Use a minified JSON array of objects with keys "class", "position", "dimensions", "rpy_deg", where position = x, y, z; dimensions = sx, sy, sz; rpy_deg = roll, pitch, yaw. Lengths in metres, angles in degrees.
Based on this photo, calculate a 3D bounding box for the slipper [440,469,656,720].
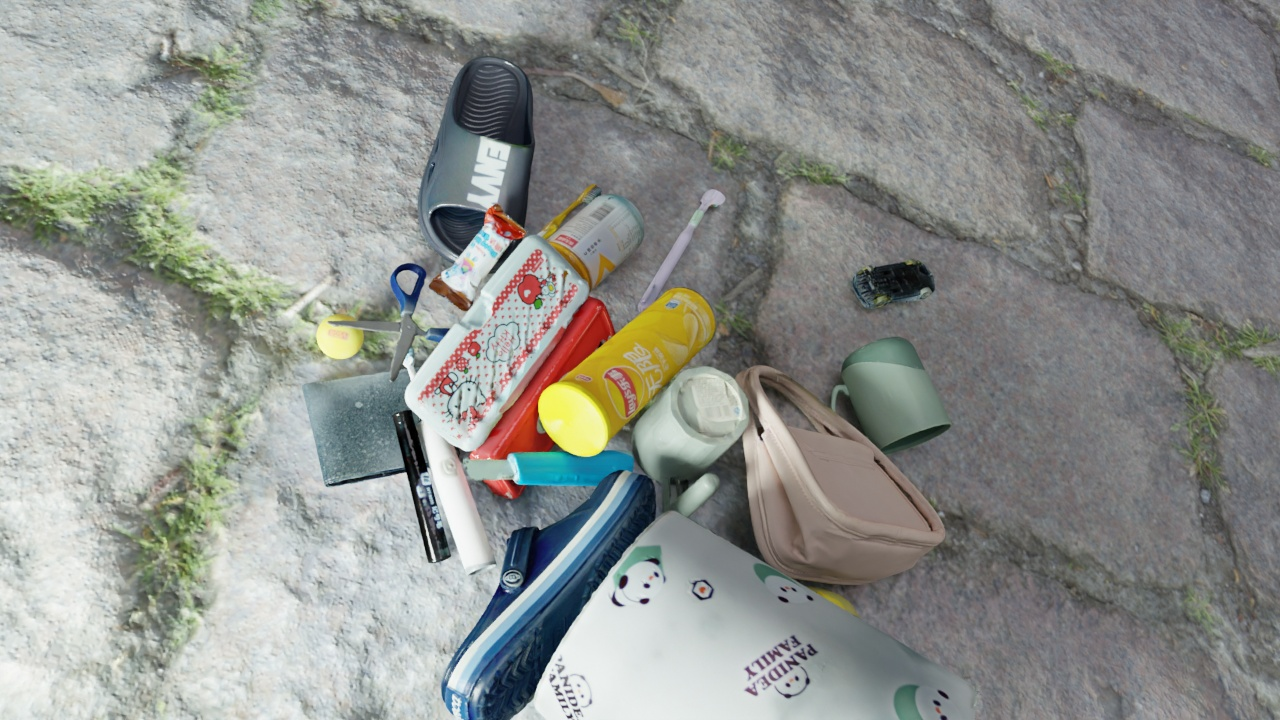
[{"class":"slipper","position":[-0.078,0.188,0.759],"dimensions":[0.095,0.105,0.252],"rpy_deg":[23,48,24]}]

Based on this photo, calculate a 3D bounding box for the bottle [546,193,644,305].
[{"class":"bottle","position":[-0.072,-0.094,0.915],"dimensions":[0.068,0.068,0.189],"rpy_deg":[42,59,4]}]

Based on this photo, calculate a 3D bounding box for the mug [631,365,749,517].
[{"class":"mug","position":[0.047,0.080,0.849],"dimensions":[0.083,0.104,0.123],"rpy_deg":[8,61,-16]}]

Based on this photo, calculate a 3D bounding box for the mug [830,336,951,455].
[{"class":"mug","position":[0.251,0.041,0.963],"dimensions":[0.112,0.082,0.106],"rpy_deg":[-22,71,5]}]

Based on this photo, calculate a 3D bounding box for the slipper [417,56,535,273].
[{"class":"slipper","position":[-0.161,-0.218,0.936],"dimensions":[0.110,0.083,0.267],"rpy_deg":[9,64,-13]}]

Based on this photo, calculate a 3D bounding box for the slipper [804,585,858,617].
[{"class":"slipper","position":[0.116,0.233,0.811],"dimensions":[0.190,0.082,0.091],"rpy_deg":[12,63,-11]}]

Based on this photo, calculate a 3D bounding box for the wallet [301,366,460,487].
[{"class":"wallet","position":[-0.228,0.055,0.813],"dimensions":[0.120,0.019,0.097],"rpy_deg":[-9,68,-26]}]

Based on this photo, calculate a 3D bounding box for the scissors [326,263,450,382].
[{"class":"scissors","position":[-0.204,-0.034,0.838],"dimensions":[0.175,0.012,0.162],"rpy_deg":[12,41,-37]}]

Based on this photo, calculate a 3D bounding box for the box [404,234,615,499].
[{"class":"box","position":[-0.102,0.006,0.816],"dimensions":[0.200,0.060,0.161],"rpy_deg":[-58,133,-27]}]

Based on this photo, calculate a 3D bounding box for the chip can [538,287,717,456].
[{"class":"chip can","position":[-0.005,0.005,0.855],"dimensions":[0.072,0.072,0.212],"rpy_deg":[44,43,5]}]

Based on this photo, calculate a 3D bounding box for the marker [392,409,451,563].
[{"class":"marker","position":[-0.188,0.108,0.783],"dimensions":[0.020,0.022,0.132],"rpy_deg":[-11,82,-39]}]

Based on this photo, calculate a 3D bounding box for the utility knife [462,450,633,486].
[{"class":"utility knife","position":[-0.076,0.094,0.802],"dimensions":[0.191,0.018,0.034],"rpy_deg":[7,76,-46]}]

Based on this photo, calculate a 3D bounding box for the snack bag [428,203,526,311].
[{"class":"snack bag","position":[-0.155,-0.099,0.879],"dimensions":[0.045,0.026,0.105],"rpy_deg":[37,85,-12]}]

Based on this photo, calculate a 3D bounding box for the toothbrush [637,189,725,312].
[{"class":"toothbrush","position":[0.042,-0.120,1.000],"dimensions":[0.029,0.021,0.188],"rpy_deg":[11,54,31]}]

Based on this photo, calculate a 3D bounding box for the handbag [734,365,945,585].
[{"class":"handbag","position":[0.165,0.094,0.875],"dimensions":[0.193,0.094,0.234],"rpy_deg":[16,40,-43]}]

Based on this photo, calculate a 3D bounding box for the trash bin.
[{"class":"trash bin","position":[0.075,0.257,0.678],"dimensions":[0.252,0.230,0.228],"rpy_deg":[33,57,16]}]

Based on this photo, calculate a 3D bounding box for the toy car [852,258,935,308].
[{"class":"toy car","position":[0.293,-0.087,1.064],"dimensions":[0.105,0.031,0.049],"rpy_deg":[-11,69,-23]}]

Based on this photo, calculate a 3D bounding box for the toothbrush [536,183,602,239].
[{"class":"toothbrush","position":[-0.092,-0.132,0.946],"dimensions":[0.018,0.016,0.190],"rpy_deg":[26,49,15]}]

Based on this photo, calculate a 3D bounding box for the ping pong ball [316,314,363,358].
[{"class":"ping pong ball","position":[-0.269,-0.021,0.823],"dimensions":[0.040,0.040,0.040],"rpy_deg":[8,62,-16]}]

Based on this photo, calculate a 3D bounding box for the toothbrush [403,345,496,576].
[{"class":"toothbrush","position":[-0.173,0.079,0.796],"dimensions":[0.026,0.026,0.221],"rpy_deg":[-11,67,-34]}]
